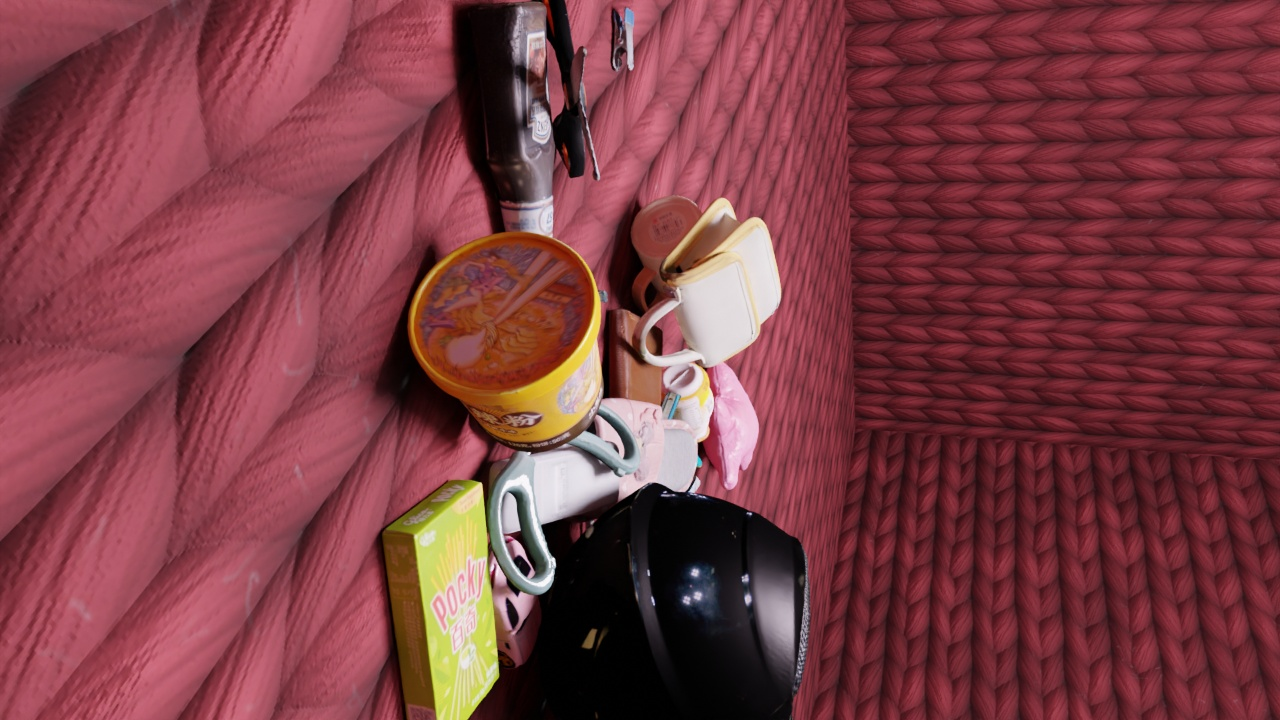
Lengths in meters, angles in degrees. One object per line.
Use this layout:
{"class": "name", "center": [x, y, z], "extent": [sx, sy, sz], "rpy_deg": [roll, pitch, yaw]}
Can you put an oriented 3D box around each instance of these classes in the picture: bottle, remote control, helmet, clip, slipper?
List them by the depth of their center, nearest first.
{"class": "bottle", "center": [-0.085, -0.153, 0.658], "extent": [0.079, 0.044, 0.195], "rpy_deg": [-62, 151, -65]}
{"class": "remote control", "center": [-0.066, 0.098, 0.730], "extent": [0.135, 0.020, 0.056], "rpy_deg": [-6, 99, -49]}
{"class": "helmet", "center": [0.024, 0.235, 0.772], "extent": [0.275, 0.230, 0.232], "rpy_deg": [-48, -168, 27]}
{"class": "slipper", "center": [-0.005, 0.095, 0.860], "extent": [0.274, 0.054, 0.114], "rpy_deg": [12, 83, -59]}
{"class": "clip", "center": [-0.017, -0.306, 0.878], "extent": [0.025, 0.036, 0.058], "rpy_deg": [-14, 104, -72]}
{"class": "bottle", "center": [0.056, 0.053, 1.082], "extent": [0.108, 0.063, 0.063], "rpy_deg": [72, 28, -47]}

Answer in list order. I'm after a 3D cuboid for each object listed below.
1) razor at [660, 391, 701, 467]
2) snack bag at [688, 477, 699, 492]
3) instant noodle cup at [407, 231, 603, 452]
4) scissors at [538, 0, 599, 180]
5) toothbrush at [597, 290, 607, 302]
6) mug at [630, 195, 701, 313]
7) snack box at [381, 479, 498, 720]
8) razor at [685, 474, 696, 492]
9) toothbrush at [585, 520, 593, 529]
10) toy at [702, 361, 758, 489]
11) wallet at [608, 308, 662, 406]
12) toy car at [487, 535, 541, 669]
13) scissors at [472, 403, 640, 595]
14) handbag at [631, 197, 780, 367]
{"class": "razor", "center": [0.045, 0.088, 1.052], "extent": [0.132, 0.028, 0.043], "rpy_deg": [60, 42, -50]}
{"class": "snack bag", "center": [0.030, 0.191, 1.064], "extent": [0.110, 0.039, 0.190], "rpy_deg": [48, 44, -41]}
{"class": "instant noodle cup", "center": [-0.078, -0.004, 0.605], "extent": [0.114, 0.118, 0.118], "rpy_deg": [77, 23, -60]}
{"class": "scissors", "center": [-0.054, -0.197, 0.660], "extent": [0.221, 0.021, 0.227], "rpy_deg": [103, -23, -73]}
{"class": "toothbrush", "center": [-0.046, -0.065, 0.769], "extent": [0.191, 0.018, 0.016], "rpy_deg": [45, 44, -84]}
{"class": "mug", "center": [0.032, -0.103, 0.980], "extent": [0.114, 0.082, 0.106], "rpy_deg": [-51, 150, -9]}
{"class": "snack box", "center": [-0.129, 0.167, 0.610], "extent": [0.085, 0.026, 0.156], "rpy_deg": [-40, 131, -66]}
{"class": "razor", "center": [0.011, 0.160, 0.993], "extent": [0.062, 0.067, 0.167], "rpy_deg": [101, 12, -62]}
{"class": "toothbrush", "center": [-0.050, 0.171, 0.866], "extent": [0.016, 0.016, 0.180], "rpy_deg": [-19, 111, -63]}
{"class": "toy", "center": [0.123, 0.078, 1.281], "extent": [0.194, 0.075, 0.178], "rpy_deg": [-25, 107, -73]}
{"class": "wallet", "center": [-0.006, 0.006, 0.948], "extent": [0.124, 0.032, 0.101], "rpy_deg": [24, 68, -71]}
{"class": "toy car", "center": [-0.096, 0.185, 0.697], "extent": [0.056, 0.037, 0.122], "rpy_deg": [-64, 152, -46]}
{"class": "scissors", "center": [-0.057, 0.090, 0.702], "extent": [0.169, 0.019, 0.171], "rpy_deg": [10, 67, -45]}
{"class": "handbag", "center": [0.067, -0.053, 0.936], "extent": [0.178, 0.063, 0.163], "rpy_deg": [-48, 147, -16]}
